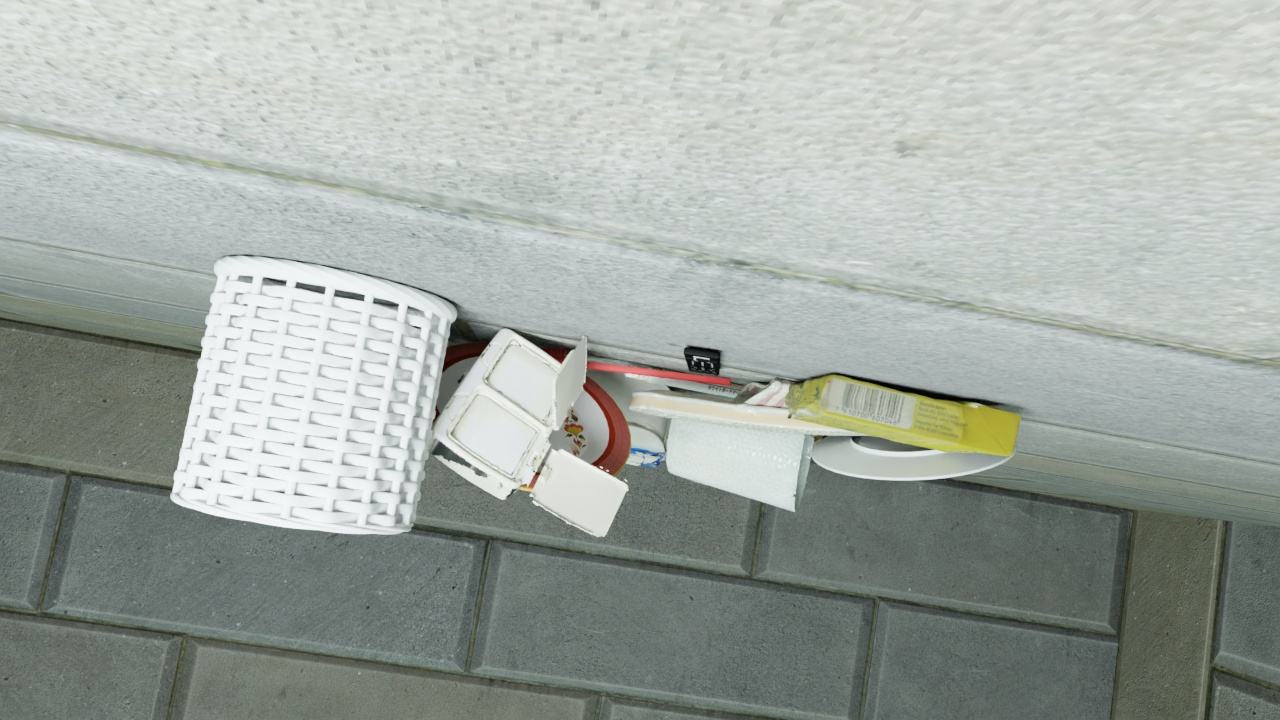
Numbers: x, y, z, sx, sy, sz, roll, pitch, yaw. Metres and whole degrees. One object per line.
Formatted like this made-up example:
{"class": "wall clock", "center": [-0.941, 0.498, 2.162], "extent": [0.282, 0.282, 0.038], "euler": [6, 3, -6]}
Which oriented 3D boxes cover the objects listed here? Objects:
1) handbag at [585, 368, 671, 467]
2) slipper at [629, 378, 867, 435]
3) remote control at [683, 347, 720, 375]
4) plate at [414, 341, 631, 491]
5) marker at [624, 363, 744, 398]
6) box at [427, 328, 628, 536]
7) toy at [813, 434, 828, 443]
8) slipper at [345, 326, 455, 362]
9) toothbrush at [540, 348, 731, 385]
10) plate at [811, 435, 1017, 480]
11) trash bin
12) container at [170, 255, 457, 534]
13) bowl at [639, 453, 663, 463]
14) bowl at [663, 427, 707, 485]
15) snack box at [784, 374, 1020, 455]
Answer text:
{"class": "handbag", "center": [-0.057, 0.095, 1.168], "extent": [0.201, 0.092, 0.200], "euler": [7, 150, 8]}
{"class": "slipper", "center": [0.121, 0.044, 0.942], "extent": [0.263, 0.052, 0.115], "euler": [6, 172, -3]}
{"class": "remote control", "center": [0.057, 0.002, 0.830], "extent": [0.030, 0.009, 0.140], "euler": [9, 174, 6]}
{"class": "plate", "center": [-0.120, 0.058, 0.924], "extent": [0.229, 0.021, 0.229], "euler": [18, -149, -11]}
{"class": "marker", "center": [0.052, 0.024, 1.016], "extent": [0.145, 0.017, 0.017], "euler": [11, 174, -20]}
{"class": "box", "center": [-0.073, 0.054, 0.817], "extent": [0.184, 0.143, 0.099], "euler": [34, 141, -10]}
{"class": "toy", "center": [0.251, 0.092, 1.161], "extent": [0.076, 0.062, 0.100], "euler": [-28, 180, -23]}
{"class": "slipper", "center": [-0.201, 0.039, 1.018], "extent": [0.272, 0.053, 0.115], "euler": [32, 138, -33]}
{"class": "toothbrush", "center": [-0.006, 0.006, 0.970], "extent": [0.212, 0.018, 0.012], "euler": [7, 175, -11]}
{"class": "plate", "center": [0.286, 0.086, 0.972], "extent": [0.208, 0.015, 0.208], "euler": [-7, -170, 1]}
{"class": "trash bin", "center": [0.124, 0.103, 1.125], "extent": [0.161, 0.133, 0.133], "euler": [10, 175, 16]}
{"class": "container", "center": [-0.258, 0.030, 0.737], "extent": [0.189, 0.186, 0.189], "euler": [9, 174, 1]}
{"class": "bowl", "center": [0.010, 0.079, 1.288], "extent": [0.073, 0.118, 0.118], "euler": [-36, -159, -29]}
{"class": "bowl", "center": [0.103, 0.094, 1.235], "extent": [0.145, 0.145, 0.063], "euler": [8, -148, 10]}
{"class": "snack box", "center": [0.231, 0.048, 0.839], "extent": [0.181, 0.045, 0.121], "euler": [12, 174, -5]}
